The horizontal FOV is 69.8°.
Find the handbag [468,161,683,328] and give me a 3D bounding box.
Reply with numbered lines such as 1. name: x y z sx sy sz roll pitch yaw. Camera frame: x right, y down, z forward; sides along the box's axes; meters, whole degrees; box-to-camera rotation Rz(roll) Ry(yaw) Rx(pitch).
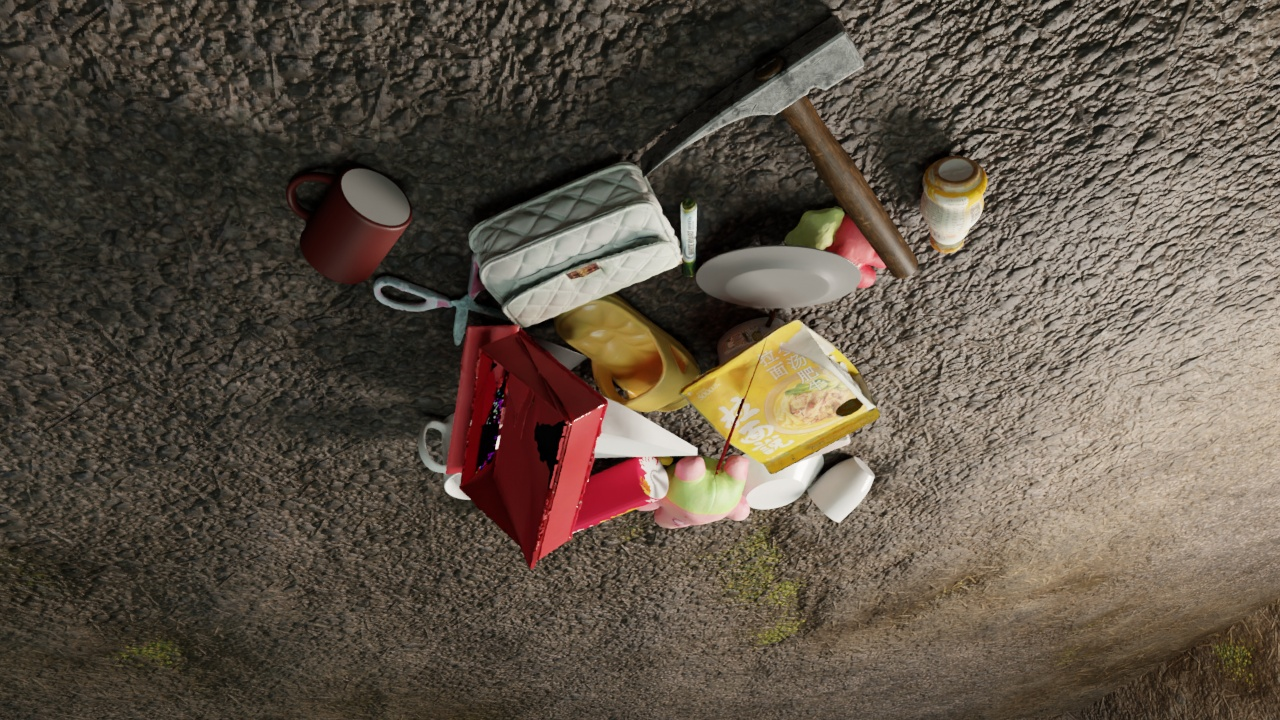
1. handbag: -0.062 -0.105 0.917 0.195 0.072 0.139 -22 150 8

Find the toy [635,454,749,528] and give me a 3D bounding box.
1. toy: 0.072 0.205 1.366 0.192 0.096 0.237 7 150 -19

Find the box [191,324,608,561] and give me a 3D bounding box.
1. box: -0.228 0.082 0.890 0.374 0.148 0.213 3 130 -18

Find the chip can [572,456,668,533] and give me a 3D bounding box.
1. chip can: -0.064 0.199 1.308 0.221 0.069 0.069 -27 142 34

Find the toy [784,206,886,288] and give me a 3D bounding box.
1. toy: 0.220 -0.122 1.005 0.135 0.045 0.092 18 128 -28

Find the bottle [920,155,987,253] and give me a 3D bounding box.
1. bottle: 0.328 -0.162 0.968 0.063 0.063 0.109 -14 144 2

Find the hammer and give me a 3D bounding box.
1. hammer: 0.167 -0.161 0.908 0.218 0.037 0.300 -29 131 22

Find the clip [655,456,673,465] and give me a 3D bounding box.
1. clip: 0.023 0.124 1.302 0.054 0.046 0.048 10 172 -25

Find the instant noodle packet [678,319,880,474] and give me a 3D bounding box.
1. instant noodle packet: 0.164 0.038 1.090 0.163 0.084 0.221 -31 143 20

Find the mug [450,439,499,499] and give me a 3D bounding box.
1. mug: -0.229 0.115 1.160 0.110 0.090 0.074 18 134 -34

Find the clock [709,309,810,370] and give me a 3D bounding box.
1. clock: 0.134 -0.001 1.132 0.148 0.056 0.103 -33 147 30

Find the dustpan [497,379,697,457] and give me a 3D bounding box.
1. dustpan: -0.081 0.076 1.145 0.192 0.053 0.257 -6 163 39

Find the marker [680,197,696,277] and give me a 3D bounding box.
1. marker: 0.050 -0.125 0.949 0.017 0.017 0.146 -11 159 -1

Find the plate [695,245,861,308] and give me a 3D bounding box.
1. plate: 0.150 -0.084 1.006 0.178 0.012 0.178 3 163 1

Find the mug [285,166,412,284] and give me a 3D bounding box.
1. mug: -0.274 -0.134 0.843 0.105 0.073 0.083 40 125 -12

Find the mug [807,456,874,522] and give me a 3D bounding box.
1. mug: 0.326 0.197 1.453 0.089 0.071 0.107 -48 163 17

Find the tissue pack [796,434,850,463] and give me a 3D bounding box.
1. tissue pack: 0.231 0.081 1.267 0.104 0.071 0.181 -20 139 13

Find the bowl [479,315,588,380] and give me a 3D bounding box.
1. bowl: -0.124 -0.002 0.992 0.124 0.124 0.052 22 89 -37

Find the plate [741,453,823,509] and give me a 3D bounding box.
1. plate: 0.205 0.193 1.429 0.174 0.036 0.174 -7 143 -6

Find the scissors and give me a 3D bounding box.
1. scissors: -0.205 -0.071 0.985 0.175 0.013 0.171 0 144 -20

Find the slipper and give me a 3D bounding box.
1. slipper: -0.006 0.006 1.089 0.100 0.078 0.263 -28 138 20
